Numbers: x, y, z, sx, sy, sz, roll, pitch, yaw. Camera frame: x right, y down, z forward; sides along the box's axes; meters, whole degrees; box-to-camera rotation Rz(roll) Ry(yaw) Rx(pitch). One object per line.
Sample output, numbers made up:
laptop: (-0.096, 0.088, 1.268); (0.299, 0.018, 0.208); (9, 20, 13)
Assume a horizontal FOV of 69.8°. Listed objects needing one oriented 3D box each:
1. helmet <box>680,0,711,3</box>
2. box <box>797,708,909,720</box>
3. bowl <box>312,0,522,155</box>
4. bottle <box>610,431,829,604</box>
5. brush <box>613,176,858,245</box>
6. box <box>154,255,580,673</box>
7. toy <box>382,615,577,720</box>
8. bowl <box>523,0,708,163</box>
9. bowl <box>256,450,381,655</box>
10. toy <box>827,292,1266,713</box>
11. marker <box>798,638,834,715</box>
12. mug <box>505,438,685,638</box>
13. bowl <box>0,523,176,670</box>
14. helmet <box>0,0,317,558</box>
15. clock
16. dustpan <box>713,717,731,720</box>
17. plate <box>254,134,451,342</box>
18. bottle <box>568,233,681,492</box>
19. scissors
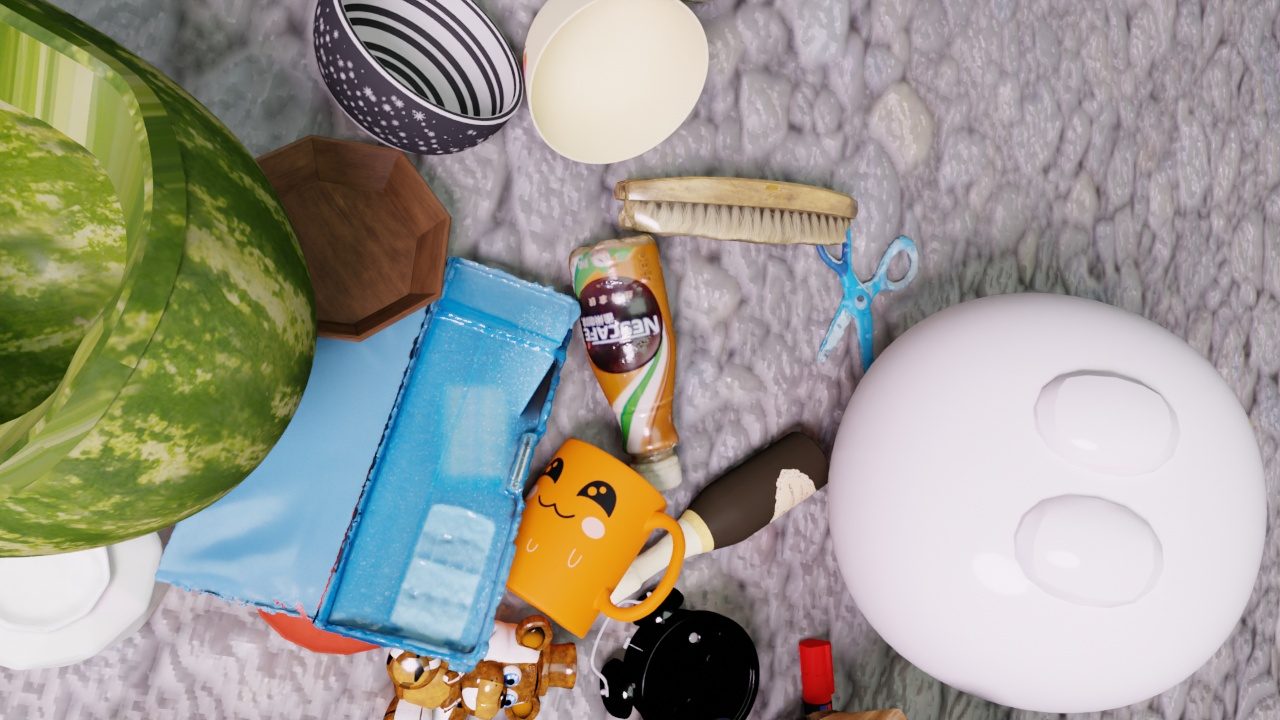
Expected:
helmet: (0.044, -0.350, 0.556); (0.224, 0.192, 0.236); (-33, 129, -10)
box: (0.096, 0.394, 0.583); (0.278, 0.221, 0.258); (-34, 77, -18)
bowl: (-0.136, -0.165, 0.530); (0.120, 0.067, 0.120); (28, 43, -31)
bottle: (0.049, 0.111, 0.630); (0.184, 0.045, 0.045); (-29, 101, -24)
brush: (0.072, -0.104, 0.642); (0.195, 0.059, 0.043); (-1, 100, -28)
box: (-0.140, 0.037, 0.519); (0.174, 0.034, 0.231); (21, 64, -14)
toy: (-0.094, 0.187, 0.548); (0.112, 0.067, 0.087); (5, 111, -14)
bowl: (-0.026, -0.195, 0.582); (0.117, 0.118, 0.074); (-7, 49, -26)
bowl: (-0.163, 0.113, 0.532); (0.121, 0.035, 0.122); (1, 88, -26)
toy: (0.260, 0.094, 0.617); (0.266, 0.281, 0.262); (11, 80, 10)
marker: (0.135, 0.281, 0.679); (0.023, 0.021, 0.145); (-5, 91, 11)
mug: (-0.027, 0.115, 0.559); (0.095, 0.113, 0.078); (-55, 147, -17)
bowl: (-0.293, 0.100, 0.455); (0.117, 0.061, 0.117); (1, 89, -27)
helmet: (-0.259, -0.032, 0.374); (0.247, 0.244, 0.213); (29, 79, -18)
clock: (0.022, 0.204, 0.615); (0.120, 0.043, 0.091); (32, 75, -22)
dustpan: (0.117, 0.299, 0.467); (0.235, 0.080, 0.273); (-36, 76, -20)
plate: (-0.173, -0.066, 0.519); (0.131, 0.025, 0.131); (5, 68, -14)
bottle: (-0.004, 0.004, 0.601); (0.059, 0.059, 0.167); (-14, 97, -26)
scissors: (0.163, -0.059, 0.711); (0.127, 0.012, 0.137); (41, 74, -20)
